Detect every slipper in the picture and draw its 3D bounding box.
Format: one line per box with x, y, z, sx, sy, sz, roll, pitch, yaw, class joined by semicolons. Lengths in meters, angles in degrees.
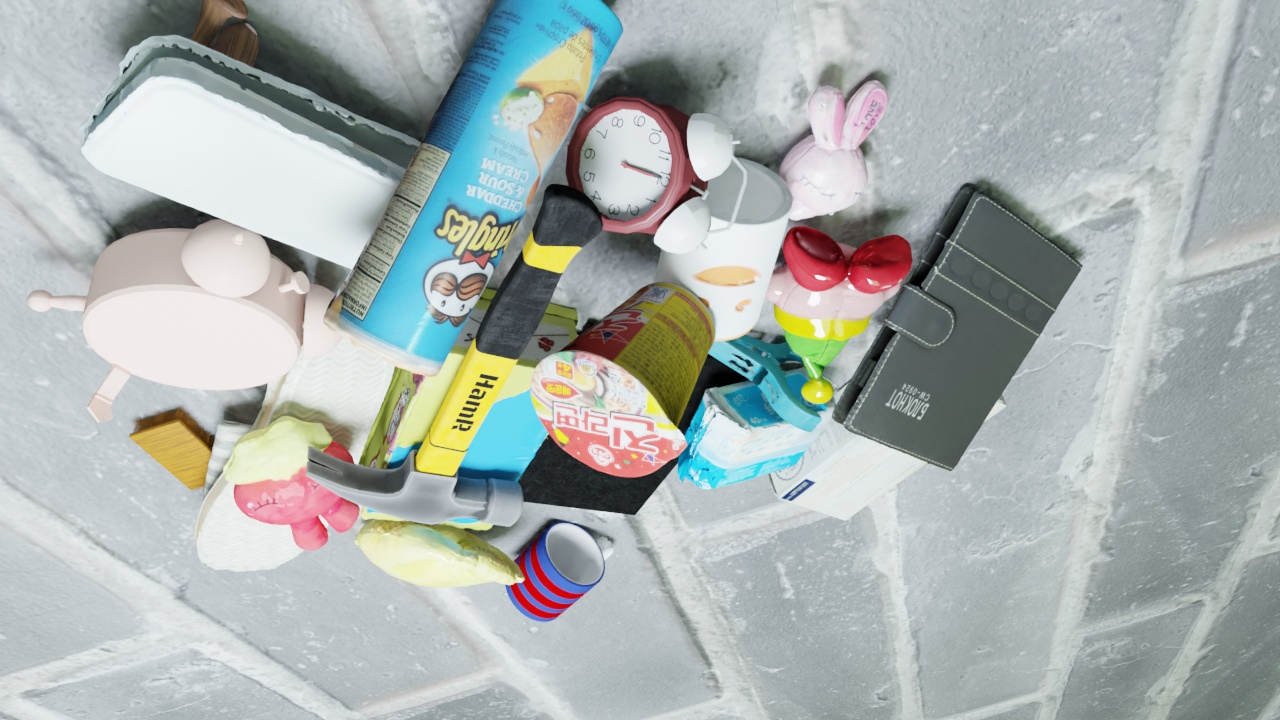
-0.284;0.072;0.748;0.114;0.054;0.273;17;122;-36;slipper

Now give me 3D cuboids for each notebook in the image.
0.259;-0.018;0.747;0.169;0.029;0.209;21;100;-35;notebook
-0.027;0.063;0.833;0.169;0.019;0.232;12;133;-27;notebook

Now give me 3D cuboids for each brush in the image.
-0.369;0.087;0.771;0.048;0.017;0.126;-17;138;4;brush

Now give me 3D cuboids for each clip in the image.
0.116;0.016;0.768;0.120;0.118;0.033;-2;146;-31;clip

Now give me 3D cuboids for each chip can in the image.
-0.095;-0.107;0.524;0.079;0.080;0.229;27;94;-36;chip can

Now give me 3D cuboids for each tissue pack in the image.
0.100;0.058;0.811;0.144;0.061;0.093;-11;145;-33;tissue pack

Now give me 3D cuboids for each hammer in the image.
-0.114;0.010;0.631;0.169;0.034;0.325;13;132;-26;hammer

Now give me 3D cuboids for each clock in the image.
0.007;-0.118;0.575;0.044;0.125;0.087;-16;126;-62;clock
-0.292;-0.022;0.609;0.161;0.086;0.131;-20;149;11;clock

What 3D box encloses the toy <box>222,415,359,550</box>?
-0.266;0.097;0.711;0.091;0.045;0.135;-20;133;-10;toy

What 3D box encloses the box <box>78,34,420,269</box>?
-0.203;-0.107;0.536;0.118;0.063;0.213;-34;153;24;box

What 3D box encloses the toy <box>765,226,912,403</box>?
0.136;-0.036;0.712;0.124;0.096;0.132;1;148;-9;toy

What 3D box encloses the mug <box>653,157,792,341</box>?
0.056;-0.078;0.649;0.082;0.082;0.105;-2;137;-13;mug

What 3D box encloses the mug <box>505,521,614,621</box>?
-0.077;0.217;0.958;0.111;0.075;0.076;-5;146;-51;mug

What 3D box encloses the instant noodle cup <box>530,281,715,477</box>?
-0.004;0.004;0.615;0.100;0.112;0.100;17;134;19;instant noodle cup

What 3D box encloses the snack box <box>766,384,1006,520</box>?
0.226;0.067;0.872;0.104;0.057;0.208;21;129;-33;snack box

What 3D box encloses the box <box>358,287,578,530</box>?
-0.143;0.046;0.743;0.124;0.079;0.222;10;136;-25;box

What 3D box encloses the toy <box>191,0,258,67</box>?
-0.237;-0.159;0.513;0.102;0.041;0.054;-50;160;25;toy

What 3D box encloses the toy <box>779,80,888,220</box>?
0.131;-0.139;0.629;0.063;0.047;0.110;-9;136;-18;toy

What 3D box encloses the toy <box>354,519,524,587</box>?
-0.194;0.177;0.852;0.155;0.064;0.170;7;163;24;toy
